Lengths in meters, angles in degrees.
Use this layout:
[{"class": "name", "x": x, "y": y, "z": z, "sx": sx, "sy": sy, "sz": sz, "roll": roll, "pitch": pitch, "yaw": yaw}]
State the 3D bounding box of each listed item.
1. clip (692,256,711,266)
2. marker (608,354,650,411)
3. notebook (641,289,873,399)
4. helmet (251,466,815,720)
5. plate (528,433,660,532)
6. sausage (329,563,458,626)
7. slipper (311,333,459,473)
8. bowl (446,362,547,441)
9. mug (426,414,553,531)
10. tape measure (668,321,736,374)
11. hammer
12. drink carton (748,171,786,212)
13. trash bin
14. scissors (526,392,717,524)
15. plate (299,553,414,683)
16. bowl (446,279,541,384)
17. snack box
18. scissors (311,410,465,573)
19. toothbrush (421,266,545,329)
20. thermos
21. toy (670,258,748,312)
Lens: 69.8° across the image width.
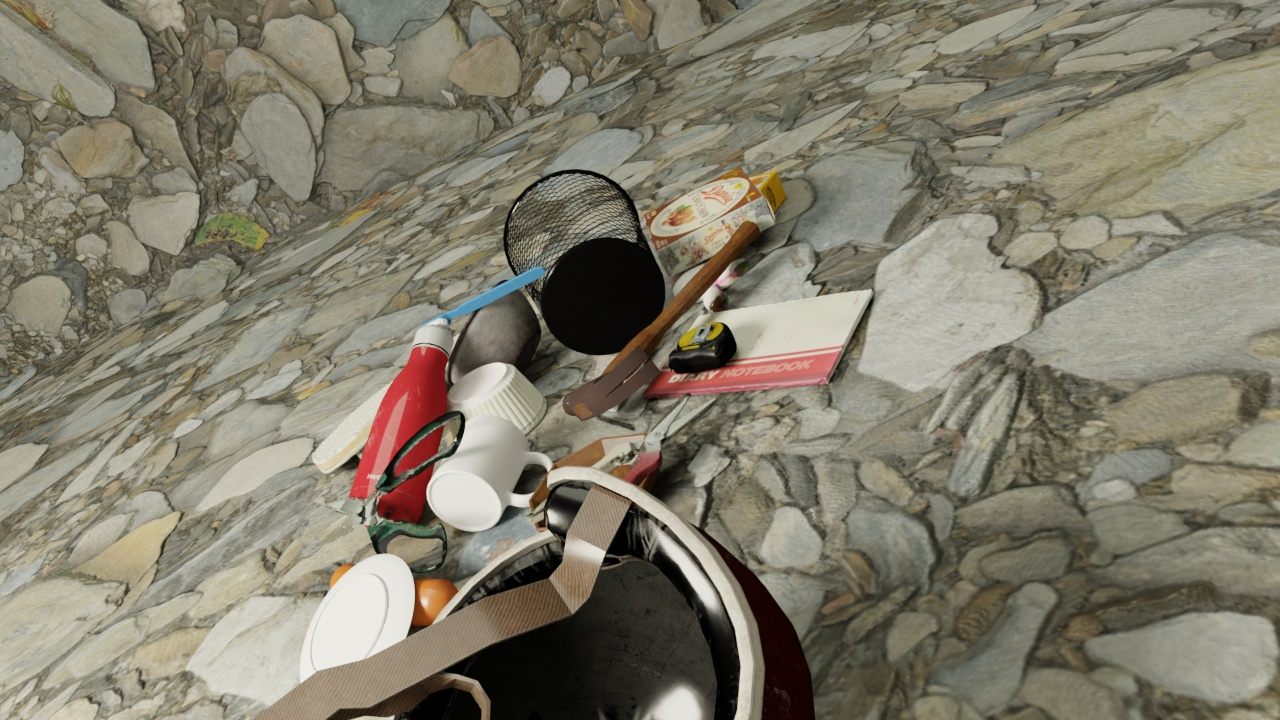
[{"class": "clip", "x": 0.062, "y": -0.138, "z": 1.203, "sx": 0.053, "sy": 0.037, "sz": 0.046, "roll": -34, "pitch": 33, "yaw": -12}, {"class": "marker", "x": -0.006, "y": 0.006, "z": 1.010, "sx": 0.017, "sy": 0.017, "sz": 0.145, "roll": -11, "pitch": 30, "yaw": 31}, {"class": "notebook", "x": 0.118, "y": -0.015, "z": 0.935, "sx": 0.209, "sy": 0.012, "sz": 0.152, "roll": -7, "pitch": 32, "yaw": 37}, {"class": "helmet", "x": -0.040, "y": 0.175, "z": 0.439, "sx": 0.234, "sy": 0.254, "sz": 0.232, "roll": 17, "pitch": 60, "yaw": 23}, {"class": "plate", "x": -0.037, "y": 0.116, "z": 0.819, "sx": 0.131, "sy": 0.025, "sz": 0.131, "roll": -22, "pitch": 25, "yaw": 11}, {"class": "sausage", "x": -0.220, "y": 0.207, "z": 0.806, "sx": 0.165, "sy": 0.039, "sz": 0.044, "roll": -4, "pitch": 44, "yaw": 40}, {"class": "slipper", "x": -0.296, "y": 0.049, "z": 1.165, "sx": 0.272, "sy": 0.054, "sz": 0.115, "roll": -45, "pitch": 26, "yaw": -24}, {"class": "bowl", "x": -0.170, "y": 0.049, "z": 1.033, "sx": 0.115, "sy": 0.062, "sz": 0.115, "roll": -22, "pitch": 25, "yaw": 11}, {"class": "mug", "x": -0.138, "y": 0.110, "z": 0.889, "sx": 0.110, "sy": 0.074, "sz": 0.090, "roll": 6, "pitch": 33, "yaw": 9}, {"class": "tape measure", "x": 0.065, "y": -0.015, "z": 0.931, "sx": 0.062, "sy": 0.034, "sz": 0.061, "roll": -9, "pitch": 30, "yaw": 34}, {"class": "hammer", "x": 0.036, "y": -0.052, "z": 0.983, "sx": 0.322, "sy": 0.033, "sz": 0.116, "roll": -48, "pitch": 13, "yaw": -32}, {"class": "drink carton", "x": 0.144, "y": -0.206, "z": 1.241, "sx": 0.059, "sy": 0.040, "sz": 0.122, "roll": -5, "pitch": 33, "yaw": 38}, {"class": "trash bin", "x": -0.065, "y": -0.116, "z": 1.127, "sx": 0.184, "sy": 0.184, "sz": 0.210, "roll": -27, "pitch": 31, "yaw": 0}, {"class": "scissors", "x": -0.015, "y": 0.093, "z": 0.789, "sx": 0.179, "sy": 0.015, "sz": 0.186, "roll": -21, "pitch": 25, "yaw": 12}, {"class": "plate", "x": -0.242, "y": 0.224, "z": 0.769, "sx": 0.135, "sy": 0.011, "sz": 0.134, "roll": -24, "pitch": 45, "yaw": 26}, {"class": "bowl", "x": -0.168, "y": -0.019, "z": 1.116, "sx": 0.144, "sy": 0.067, "sz": 0.145, "roll": -60, "pitch": -5, "yaw": -9}, {"class": "snack box", "x": 0.083, "y": -0.177, "z": 1.150, "sx": 0.147, "sy": 0.041, "sz": 0.143, "roll": -26, "pitch": 26, "yaw": 7}, {"class": "scissors", "x": -0.227, "y": 0.116, "z": 0.855, "sx": 0.207, "sy": 0.015, "sz": 0.179, "roll": 4, "pitch": 65, "yaw": 38}, {"class": "toothbrush", "x": -0.178, "y": -0.065, "z": 1.034, "sx": 0.167, "sy": 0.016, "sz": 0.014, "roll": -24, "pitch": 49, "yaw": 18}, {"class": "thermos", "x": -0.244, "y": 0.063, "z": 0.976, "sx": 0.073, "sy": 0.073, "sz": 0.239, "roll": -13, "pitch": 50, "yaw": 27}, {"class": "toy", "x": 0.077, "y": -0.093, "z": 1.096, "sx": 0.079, "sy": 0.038, "sz": 0.123, "roll": -45, "pitch": 31, "yaw": -15}]
